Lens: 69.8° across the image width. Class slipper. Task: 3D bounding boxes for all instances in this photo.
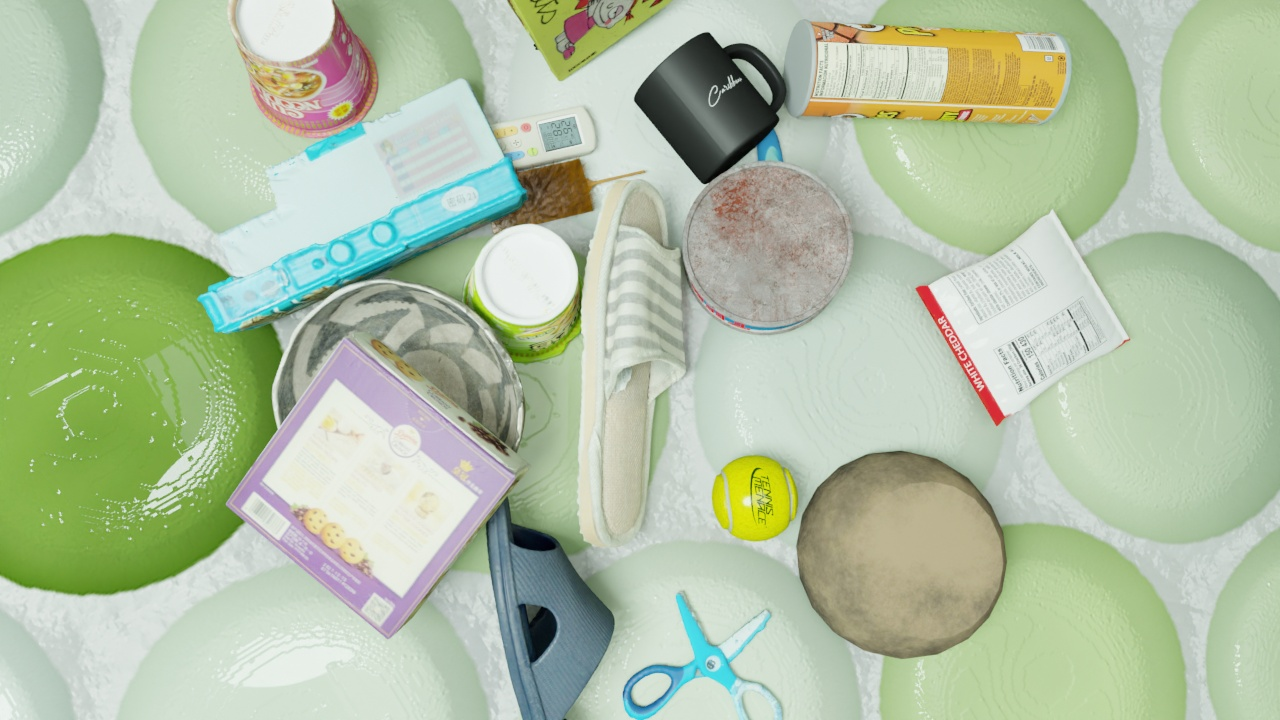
[{"bbox_3d":[-0.054,0.212,0.653,0.082,0.101,0.263,-12,89,-9],"label":"slipper"},{"bbox_3d":[-0.004,0.004,0.677,0.054,0.114,0.272,5,91,22],"label":"slipper"}]

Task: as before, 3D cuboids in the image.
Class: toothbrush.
[{"bbox_3d":[0.114,-0.131,0.756,0.022,0.017,0.135,-8,83,-8],"label":"toothbrush"}]

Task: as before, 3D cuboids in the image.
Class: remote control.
[{"bbox_3d":[-0.098,-0.171,0.728,0.125,0.018,0.038,-15,86,-10],"label":"remote control"}]

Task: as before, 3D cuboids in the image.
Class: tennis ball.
[{"bbox_3d":[0.087,0.105,0.700,0.065,0.065,0.065,1,84,-8],"label":"tennis ball"}]

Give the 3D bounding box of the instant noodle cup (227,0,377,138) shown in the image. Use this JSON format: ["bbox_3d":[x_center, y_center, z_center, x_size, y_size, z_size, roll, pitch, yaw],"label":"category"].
[{"bbox_3d":[-0.248,-0.226,0.666,0.097,0.109,0.097,1,84,-8],"label":"instant noodle cup"}]

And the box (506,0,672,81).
[{"bbox_3d":[-0.048,-0.290,0.636,0.124,0.221,0.083,-34,89,1],"label":"box"}]

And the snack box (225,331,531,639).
[{"bbox_3d":[-0.173,0.081,0.606,0.143,0.040,0.148,39,100,3],"label":"snack box"}]

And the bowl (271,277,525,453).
[{"bbox_3d":[-0.164,0.030,0.660,0.178,0.081,0.178,1,94,8],"label":"bowl"}]

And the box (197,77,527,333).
[{"bbox_3d":[-0.200,-0.103,0.673,0.227,0.169,0.086,-25,133,-3],"label":"box"}]

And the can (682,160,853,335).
[{"bbox_3d":[0.098,-0.087,0.720,0.130,0.044,0.130,-1,83,4],"label":"can"}]

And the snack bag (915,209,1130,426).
[{"bbox_3d":[0.321,-0.038,0.762,0.144,0.039,0.131,-30,88,-10],"label":"snack bag"}]

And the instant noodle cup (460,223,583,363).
[{"bbox_3d":[-0.084,-0.053,0.672,0.099,0.108,0.099,1,83,-7],"label":"instant noodle cup"}]

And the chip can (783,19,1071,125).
[{"bbox_3d":[0.232,-0.234,0.752,0.215,0.075,0.075,0,84,-8],"label":"chip can"}]

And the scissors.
[{"bbox_3d":[0.050,0.244,0.708,0.139,0.011,0.134,-26,91,-9],"label":"scissors"}]

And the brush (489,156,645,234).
[{"bbox_3d":[-0.060,-0.136,0.726,0.126,0.017,0.048,-15,94,-9],"label":"brush"}]

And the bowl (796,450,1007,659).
[{"bbox_3d":[0.208,0.151,0.710,0.162,0.070,0.162,1,84,-8],"label":"bowl"}]

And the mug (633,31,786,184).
[{"bbox_3d":[0.065,-0.207,0.727,0.113,0.078,0.088,-40,91,-22],"label":"mug"}]
